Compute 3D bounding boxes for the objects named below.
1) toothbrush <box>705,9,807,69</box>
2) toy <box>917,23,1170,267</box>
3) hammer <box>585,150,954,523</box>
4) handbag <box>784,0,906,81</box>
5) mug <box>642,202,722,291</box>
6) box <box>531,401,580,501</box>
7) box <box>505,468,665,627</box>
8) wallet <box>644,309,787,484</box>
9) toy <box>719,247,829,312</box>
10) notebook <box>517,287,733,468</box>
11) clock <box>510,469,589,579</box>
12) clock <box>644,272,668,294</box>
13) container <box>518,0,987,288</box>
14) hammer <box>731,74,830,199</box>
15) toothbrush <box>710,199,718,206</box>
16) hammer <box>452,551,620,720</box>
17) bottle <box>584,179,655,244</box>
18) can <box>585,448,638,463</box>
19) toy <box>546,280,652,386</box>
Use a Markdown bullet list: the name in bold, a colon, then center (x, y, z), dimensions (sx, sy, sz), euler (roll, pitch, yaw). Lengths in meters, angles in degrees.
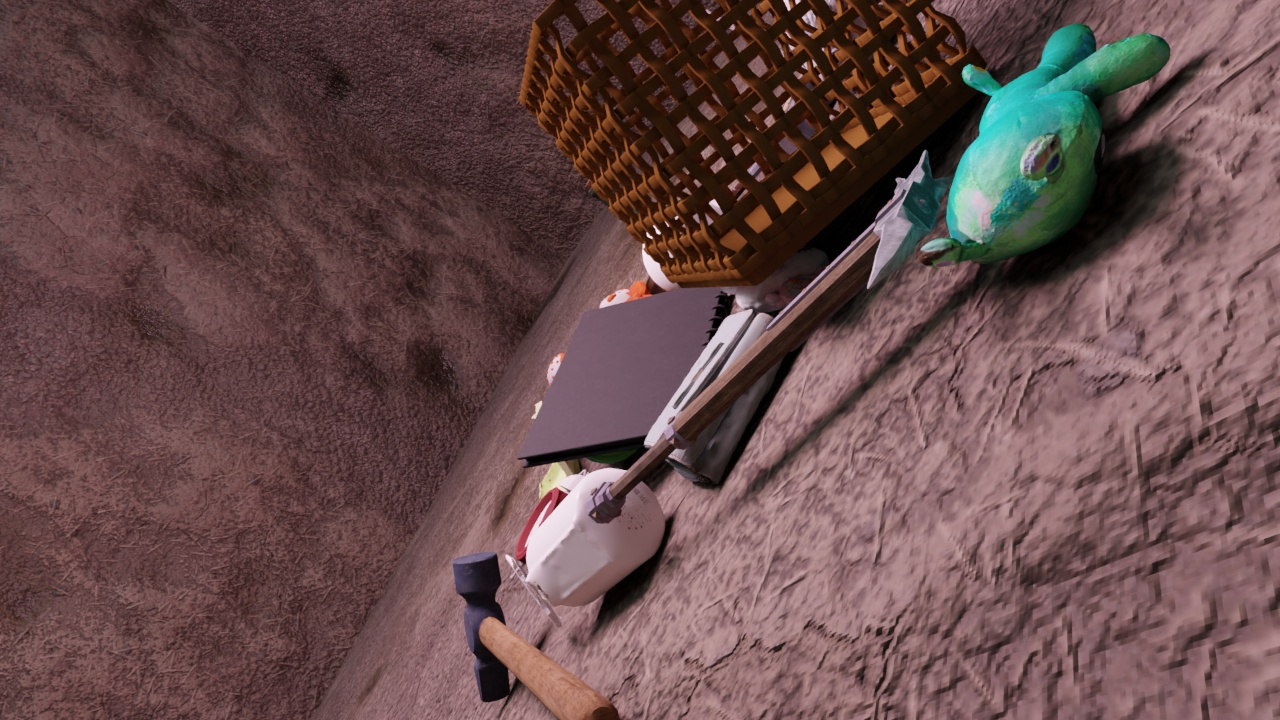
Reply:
- **toothbrush**: center (0.136, -0.345, 1.012), dimensions (0.010, 0.181, 0.010), euler (-67, 8, -27)
- **toy**: center (0.181, -0.106, 0.438), dimensions (0.131, 0.072, 0.192), euler (-56, 0, 44)
- **hammer**: center (0.055, 0.015, 0.553), dimensions (0.318, 0.028, 0.146), euler (-47, 1, 36)
- **handbag**: center (0.206, -0.362, 0.953), dimensions (0.123, 0.112, 0.171), euler (-20, 34, 11)
- **mug**: center (0.064, -0.122, 0.978), dimensions (0.115, 0.094, 0.068), euler (-17, 1, -18)
- **box**: center (-0.098, 0.123, 1.090), dimensions (0.188, 0.061, 0.133), euler (-134, 38, -81)
- **box**: center (-0.053, 0.152, 0.714), dimensions (0.091, 0.081, 0.160), euler (-47, -2, -46)
- **wallet**: center (0.058, 0.024, 0.682), dimensions (0.131, 0.054, 0.100), euler (-56, 12, -9)
- **toy**: center (0.106, -0.062, 0.693), dimensions (0.076, 0.037, 0.125), euler (-22, 16, -4)
- **notebook**: center (-0.005, 0.005, 0.855), dimensions (0.169, 0.019, 0.230), euler (-12, 32, 23)
- **clock**: center (-0.085, 0.166, 0.934), dimensions (0.087, 0.044, 0.124), euler (-45, 18, 51)
- **clock**: center (0.044, -0.134, 1.143), dimensions (0.092, 0.054, 0.141), euler (-76, 6, -58)
- **container**: center (0.065, -0.205, 0.698), dimensions (0.219, 0.214, 0.251), euler (-41, 9, -4)
- **hammer**: center (0.118, -0.205, 1.095), dimensions (0.098, 0.044, 0.323), euler (-64, 10, -30)
- **toothbrush**: center (0.089, -0.174, 1.038), dimensions (0.185, 0.022, 0.024), euler (-125, 29, -72)
- **hammer**: center (-0.084, 0.229, 0.687), dimensions (0.322, 0.040, 0.129), euler (170, 92, -67)
- **bottle**: center (0.012, -0.160, 1.069), dimensions (0.055, 0.174, 0.055), euler (-55, 11, 15)
- **can**: center (-0.040, 0.054, 0.942), dimensions (0.083, 0.083, 0.144), euler (-58, 10, 0)
- **toy**: center (-0.027, -0.031, 1.079), dimensions (0.163, 0.093, 0.173), euler (-47, 14, -28)
